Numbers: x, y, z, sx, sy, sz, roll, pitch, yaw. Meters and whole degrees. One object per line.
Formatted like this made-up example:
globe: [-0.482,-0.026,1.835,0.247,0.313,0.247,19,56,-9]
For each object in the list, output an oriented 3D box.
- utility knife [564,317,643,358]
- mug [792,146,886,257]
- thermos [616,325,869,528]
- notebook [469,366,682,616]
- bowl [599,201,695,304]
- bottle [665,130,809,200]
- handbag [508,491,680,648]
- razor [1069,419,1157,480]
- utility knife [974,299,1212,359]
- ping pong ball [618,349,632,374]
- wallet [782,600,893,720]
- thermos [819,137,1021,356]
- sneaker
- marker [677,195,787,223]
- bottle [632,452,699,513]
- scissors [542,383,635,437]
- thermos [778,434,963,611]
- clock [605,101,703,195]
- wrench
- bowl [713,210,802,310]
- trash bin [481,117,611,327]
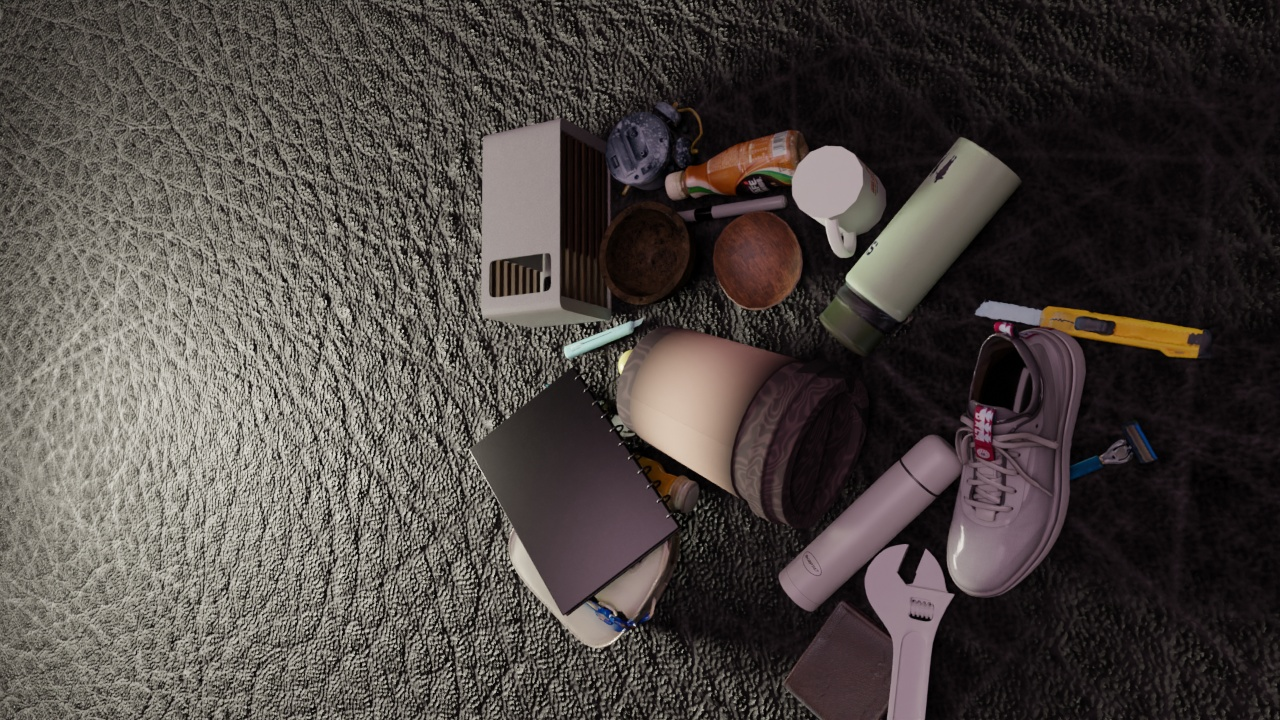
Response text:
utility knife: [-0.045,-0.027,1.143,0.120,0.015,0.022,-21,43,25]
mug: [0.211,-0.162,0.965,0.074,0.089,0.105,-4,83,29]
thermos: [0.100,0.057,0.970,0.226,0.172,0.173,23,96,36]
notebook: [-0.075,0.139,1.030,0.169,0.019,0.231,-39,63,6]
bowl: [0.017,-0.123,1.092,0.121,0.056,0.121,-3,83,30]
bottle: [0.108,-0.215,1.047,0.167,0.059,0.059,-8,81,29]
handbag: [-0.049,0.211,1.049,0.200,0.092,0.200,40,117,20]
razor: [0.407,0.105,0.867,0.144,0.022,0.042,-32,57,29]
utility knife: [0.426,-0.032,0.874,0.207,0.018,0.030,12,82,33]
ping pong ball: [-0.007,0.006,1.102,0.040,0.040,0.040,-3,83,29]
wallet: [0.217,0.325,0.949,0.099,0.031,0.120,37,101,26]
thermos: [0.279,-0.107,0.932,0.082,0.082,0.232,44,106,26]
sneaker: [0.329,0.089,0.838,0.097,0.128,0.263,15,90,46]
marker: [0.103,-0.175,1.071,0.141,0.016,0.016,-4,83,29]
bottle: [-0.019,0.133,1.088,0.186,0.053,0.053,17,93,30]
scissors: [-0.071,0.061,1.146,0.132,0.019,0.148,-33,69,24]
thermos: [0.236,0.166,0.939,0.224,0.052,0.052,-48,65,17]
clock: [0.017,-0.258,1.108,0.130,0.052,0.090,-28,72,25]
wrench: [0.254,0.320,0.907,0.087,0.018,0.273,6,78,22]
bowl: [0.136,-0.111,1.039,0.102,0.026,0.114,-32,69,23]
trash bin: [-0.115,-0.164,1.138,0.115,0.114,0.228,-4,83,29]
